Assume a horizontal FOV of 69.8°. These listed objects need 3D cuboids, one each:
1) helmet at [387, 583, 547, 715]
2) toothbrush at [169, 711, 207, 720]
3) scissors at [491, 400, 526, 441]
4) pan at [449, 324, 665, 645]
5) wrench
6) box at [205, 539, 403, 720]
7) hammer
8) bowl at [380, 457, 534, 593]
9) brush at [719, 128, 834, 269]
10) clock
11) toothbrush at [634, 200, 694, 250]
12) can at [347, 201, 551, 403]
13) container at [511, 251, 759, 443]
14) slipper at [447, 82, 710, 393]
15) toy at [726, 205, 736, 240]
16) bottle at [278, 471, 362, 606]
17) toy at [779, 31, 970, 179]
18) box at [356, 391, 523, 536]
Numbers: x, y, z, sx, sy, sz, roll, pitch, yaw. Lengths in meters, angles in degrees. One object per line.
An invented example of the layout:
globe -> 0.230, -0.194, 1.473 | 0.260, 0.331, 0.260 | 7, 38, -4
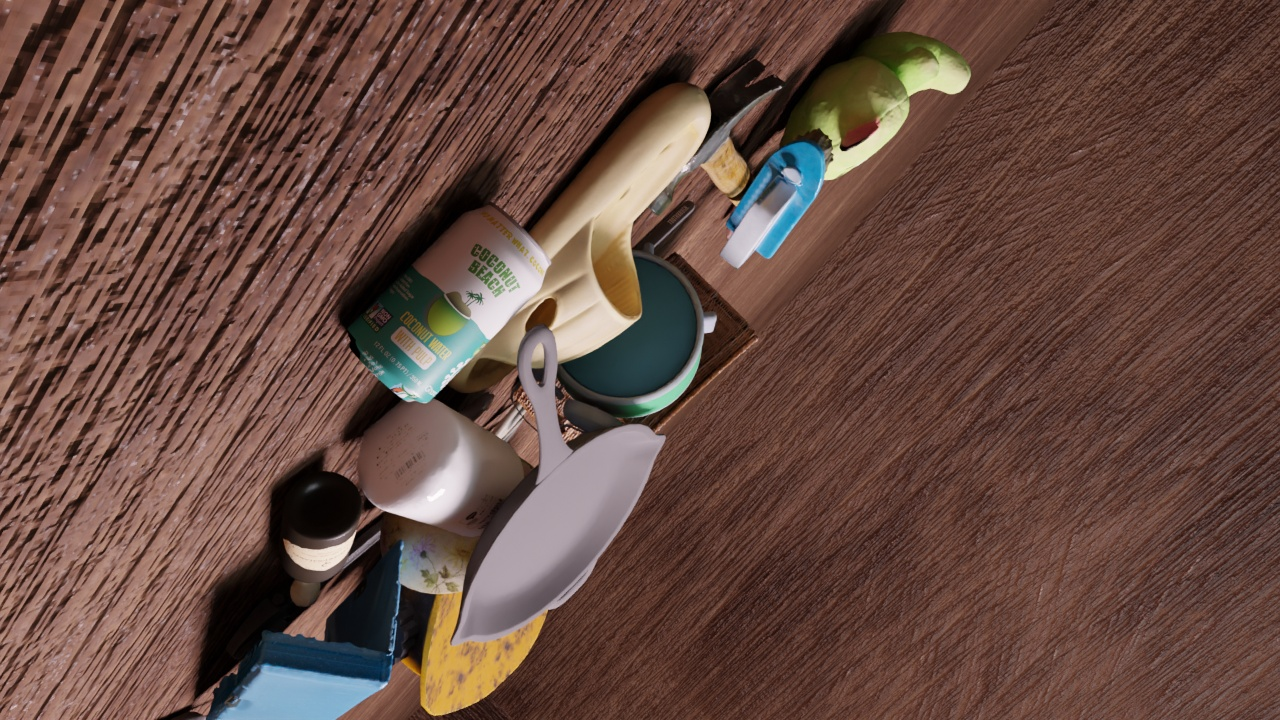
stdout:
helmet -> -0.195, 0.232, 0.936 | 0.255, 0.131, 0.205 | -12, 113, -67
toothbrush -> -0.372, 0.297, 0.735 | 0.185, 0.022, 0.024 | 60, 38, -82
scissors -> -0.139, 0.074, 0.848 | 0.150, 0.012, 0.164 | -53, 176, 8
pan -> -0.062, 0.084, 0.616 | 0.216, 0.024, 0.355 | -42, 155, -25
wrench -> -0.234, 0.154, 0.781 | 0.272, 0.018, 0.073 | -41, 170, -43
box -> -0.262, 0.217, 0.713 | 0.232, 0.094, 0.112 | -44, -143, 48
hammer -> 0.077, -0.167, 0.793 | 0.132, 0.033, 0.330 | -49, 172, 10
bowl -> -0.148, 0.108, 0.725 | 0.144, 0.145, 0.063 | -43, 133, -29
brush -> 0.123, -0.146, 0.830 | 0.075, 0.055, 0.136 | -48, 175, -37
clock -> -0.028, -0.007, 0.708 | 0.161, 0.122, 0.075 | -40, 170, -8
toothbrush -> -0.010, -0.084, 0.799 | 0.167, 0.013, 0.013 | -45, 164, -16
can -> -0.097, -0.029, 0.467 | 0.101, 0.055, 0.055 | -46, 172, -6
container -> -0.005, 0.005, 0.839 | 0.197, 0.112, 0.114 | -41, 180, -39
slipper -> -0.031, -0.059, 0.597 | 0.262, 0.079, 0.111 | -50, 168, 17
toy -> 0.138, -0.174, 0.994 | 0.099, 0.052, 0.095 | -27, -150, 59
bottle -> -0.224, 0.133, 0.626 | 0.045, 0.045, 0.185 | -41, 172, -37
toy -> 0.212, -0.248, 0.886 | 0.196, 0.107, 0.150 | -31, -173, -33
box -> -0.138, 0.059, 0.644 | 0.084, 0.136, 0.147 | -42, 148, 2
